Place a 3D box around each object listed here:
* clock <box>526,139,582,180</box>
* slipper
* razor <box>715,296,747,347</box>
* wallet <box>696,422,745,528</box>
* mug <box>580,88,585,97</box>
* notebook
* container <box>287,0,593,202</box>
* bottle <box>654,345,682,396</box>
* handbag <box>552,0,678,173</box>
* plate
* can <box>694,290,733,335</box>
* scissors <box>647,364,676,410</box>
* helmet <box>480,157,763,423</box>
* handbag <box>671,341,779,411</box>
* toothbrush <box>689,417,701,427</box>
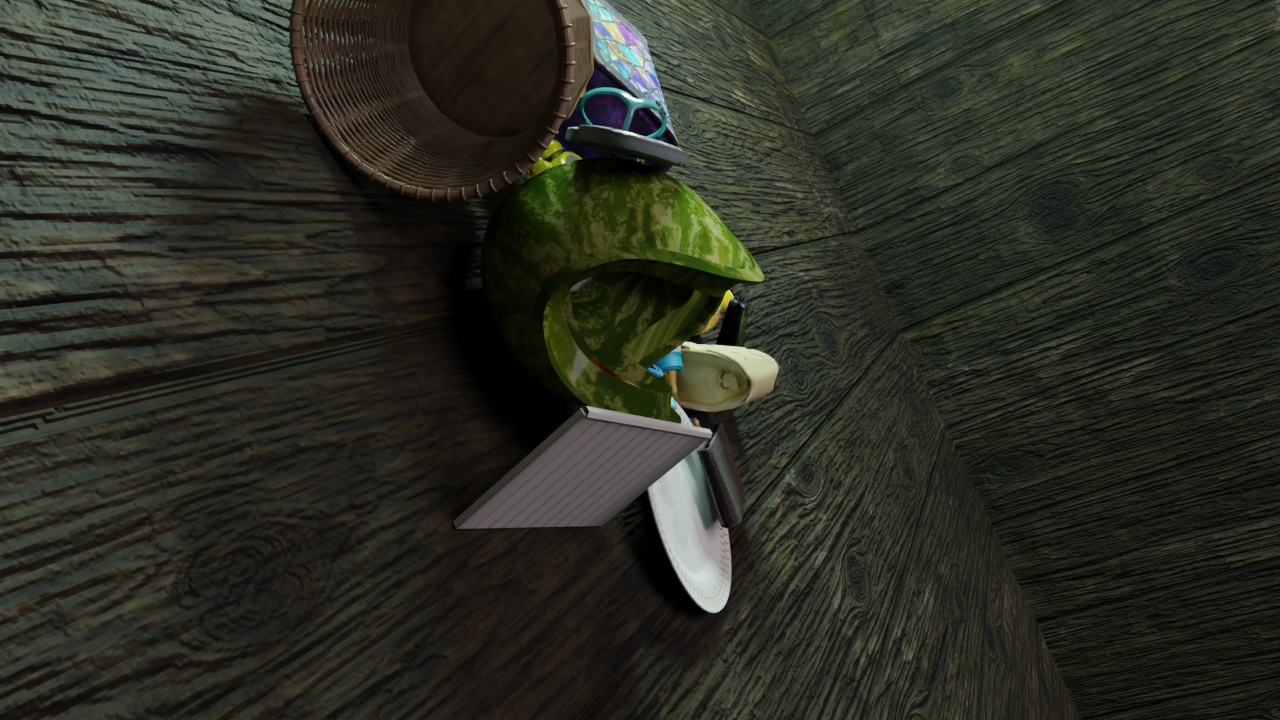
[{"bbox_3d":[-0.092,-0.198,1.026,0.119,0.057,0.083,44,32,-27],"label":"clock"},{"bbox_3d":[-0.012,-0.212,0.840,0.098,0.055,0.268,14,10,-12],"label":"slipper"},{"bbox_3d":[0.130,-0.012,1.247,0.053,0.067,0.152,-48,148,-63],"label":"razor"},{"bbox_3d":[0.097,0.134,1.092,0.119,0.031,0.099,-45,118,-73],"label":"wallet"},{"bbox_3d":[-0.129,-0.305,0.985,0.080,0.107,0.115,4,64,-63],"label":"mug"},{"bbox_3d":[-0.038,0.094,0.757,0.009,0.143,0.209,57,19,24],"label":"notebook"},{"bbox_3d":[-0.148,-0.268,0.789,0.227,0.227,0.195,59,18,-14],"label":"container"},{"bbox_3d":[0.021,-0.025,1.098,0.051,0.051,0.146,18,52,-59],"label":"bottle"},{"bbox_3d":[-0.043,-0.329,1.146,0.222,0.126,0.204,33,34,-44],"label":"handbag"},{"bbox_3d":[0.047,0.153,0.999,0.242,0.016,0.242,-18,90,-72],"label":"plate"},{"bbox_3d":[0.082,-0.072,1.249,0.067,0.068,0.104,66,24,2],"label":"can"},{"bbox_3d":[-0.005,0.006,1.010,0.134,0.011,0.137,40,13,7],"label":"scissors"},{"bbox_3d":[-0.025,-0.074,0.840,0.243,0.214,0.246,21,23,-13],"label":"helmet"},{"bbox_3d":[0.105,0.020,1.147,0.119,0.111,0.081,-2,97,-63],"label":"handbag"},{"bbox_3d":[0.028,0.054,1.070,0.196,0.031,0.030,35,46,-55],"label":"toothbrush"}]
